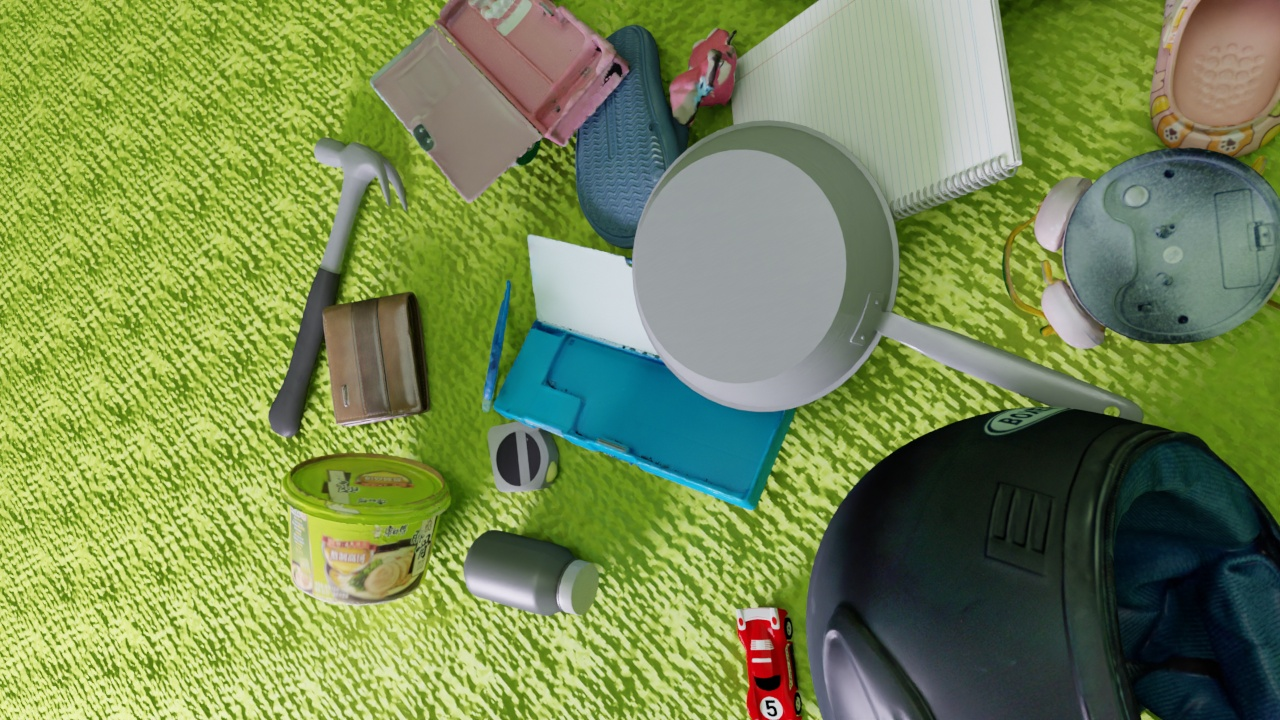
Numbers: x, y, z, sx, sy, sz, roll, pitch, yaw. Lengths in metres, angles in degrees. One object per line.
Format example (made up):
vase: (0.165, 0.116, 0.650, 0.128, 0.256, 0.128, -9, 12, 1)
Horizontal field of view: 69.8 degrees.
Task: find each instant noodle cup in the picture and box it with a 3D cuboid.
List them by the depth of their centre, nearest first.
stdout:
instant noodle cup: (-0.248, 0.150, 0.821, 0.146, 0.146, 0.098, 16, 104, 29)

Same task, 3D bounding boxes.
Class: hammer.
hammer: (-0.322, -0.069, 0.941, 0.125, 0.029, 0.311, 21, 96, 29)

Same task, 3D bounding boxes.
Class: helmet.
helmet: (0.223, 0.187, 0.508, 0.237, 0.248, 0.316, -31, 76, 54)

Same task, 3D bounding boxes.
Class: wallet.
wallet: (-0.257, -0.001, 0.890, 0.099, 0.027, 0.121, -9, 86, 15)

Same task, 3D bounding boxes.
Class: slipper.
slipper: (0.364, -0.223, 0.554, 0.093, 0.081, 0.197, 17, 96, 29)
slipper: (-0.008, -0.184, 0.765, 0.104, 0.059, 0.213, -25, 60, 32)

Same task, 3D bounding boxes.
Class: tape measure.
tape measure: (-0.103, 0.084, 0.814, 0.064, 0.016, 0.065, -13, 80, 27)

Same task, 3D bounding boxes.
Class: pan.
pan: (0.137, -0.032, 0.596, 0.357, 0.050, 0.201, 27, 108, 27)

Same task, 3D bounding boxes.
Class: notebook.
notebook: (0.146, -0.175, 0.640, 0.246, 0.013, 0.178, -18, 75, 57)

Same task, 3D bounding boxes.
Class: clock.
clock: (0.311, -0.066, 0.577, 0.158, 0.058, 0.116, -8, 86, 28)

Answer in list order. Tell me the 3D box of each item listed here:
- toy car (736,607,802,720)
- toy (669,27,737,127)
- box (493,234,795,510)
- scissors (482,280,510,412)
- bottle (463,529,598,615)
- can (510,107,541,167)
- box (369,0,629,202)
toy car: (0.096, 0.230, 0.689, 0.038, 0.025, 0.089, -10, 81, 27)
toy: (0.058, -0.229, 0.734, 0.066, 0.050, 0.102, -44, 23, 34)
box: (0.005, 0.002, 0.737, 0.244, 0.071, 0.170, 18, 103, 28)
scissors: (-0.126, -0.006, 0.810, 0.127, 0.015, 0.125, 113, 165, -45)
bottle: (-0.092, 0.181, 0.775, 0.109, 0.060, 0.060, 7, 89, 29)
can: (-0.144, -0.211, 0.842, 0.101, 0.053, 0.053, 22, 96, 28)
box: (-0.131, -0.250, 0.809, 0.179, 0.039, 0.232, -43, 54, 6)
